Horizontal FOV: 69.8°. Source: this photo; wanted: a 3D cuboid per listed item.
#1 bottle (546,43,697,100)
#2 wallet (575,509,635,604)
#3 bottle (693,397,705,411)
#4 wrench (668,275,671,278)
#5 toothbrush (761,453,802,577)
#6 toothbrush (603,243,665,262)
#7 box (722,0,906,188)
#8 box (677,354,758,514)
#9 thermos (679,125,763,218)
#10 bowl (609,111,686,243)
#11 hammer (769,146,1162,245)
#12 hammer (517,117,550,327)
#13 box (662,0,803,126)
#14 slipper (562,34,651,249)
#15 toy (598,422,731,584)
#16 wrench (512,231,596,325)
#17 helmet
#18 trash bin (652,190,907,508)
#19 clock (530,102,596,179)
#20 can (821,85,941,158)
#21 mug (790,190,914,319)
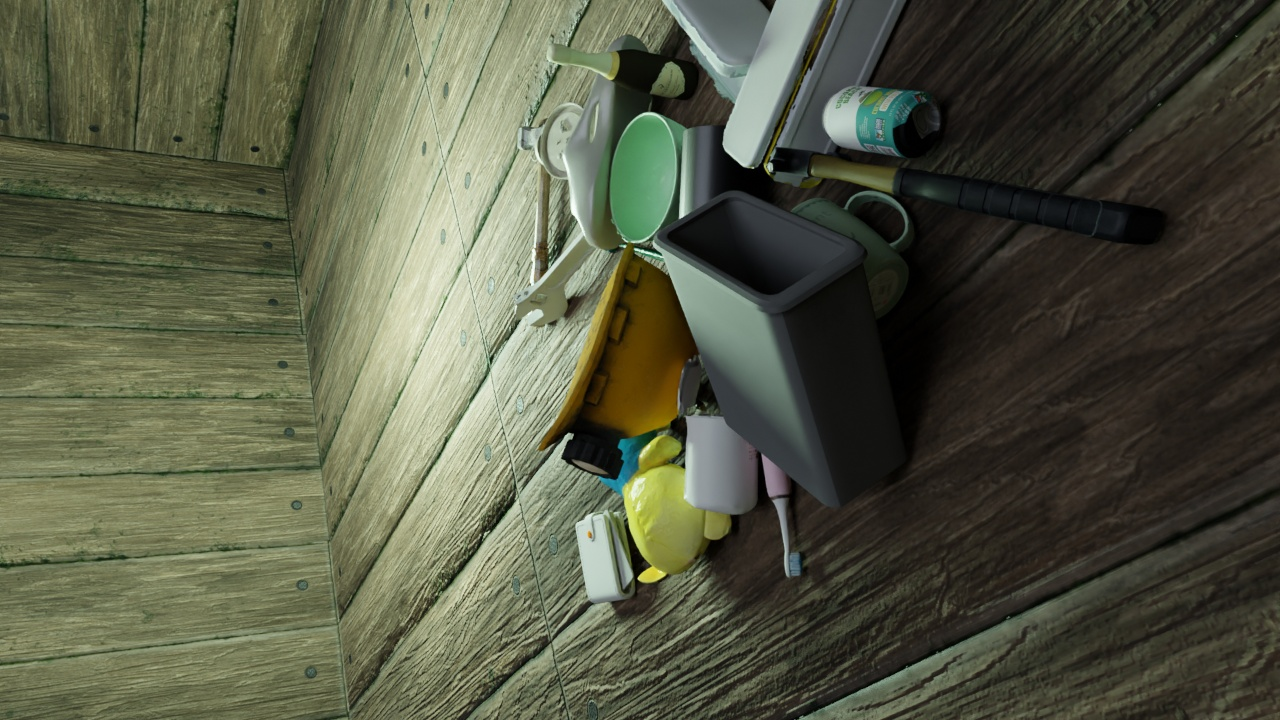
[{"bbox_3d":[-0.022,-0.338,1.059,0.045,0.184,0.045,-4,86,59],"label":"bottle"},{"bbox_3d":[-0.041,0.258,1.215,0.116,0.037,0.118,-31,66,55],"label":"wallet"},{"bbox_3d":[0.048,0.033,1.085,0.106,0.025,0.025,42,124,52],"label":"bottle"},{"bbox_3d":[0.023,-0.068,1.122,0.073,0.022,0.274,60,142,15],"label":"wrench"},{"bbox_3d":[0.138,0.107,0.931,0.027,0.027,0.222,-13,76,24],"label":"toothbrush"},{"bbox_3d":[0.000,-0.137,1.180,0.190,0.016,0.017,25,107,57],"label":"toothbrush"},{"bbox_3d":[0.154,-0.269,0.848,0.117,0.057,0.210,29,122,12],"label":"box"},{"bbox_3d":[0.080,0.076,0.969,0.092,0.083,0.166,3,90,27],"label":"box"},{"bbox_3d":[0.083,-0.140,0.972,0.086,0.086,0.198,7,95,59],"label":"thermos"},{"bbox_3d":[0.030,-0.209,1.073,0.151,0.076,0.151,-5,85,59],"label":"bowl"},{"bbox_3d":[0.230,-0.136,0.720,0.333,0.117,0.025,28,115,51],"label":"hammer"},{"bbox_3d":[-0.152,-0.210,1.414,0.122,0.048,0.319,15,103,56],"label":"hammer"},{"bbox_3d":[0.089,-0.329,0.993,0.127,0.106,0.215,92,159,-52],"label":"box"},{"bbox_3d":[-0.050,-0.275,1.162,0.081,0.112,0.266,10,96,28],"label":"slipper"},{"bbox_3d":[0.015,0.159,1.082,0.213,0.083,0.149,62,140,44],"label":"toy"},{"bbox_3d":[-0.095,-0.133,1.304,0.274,0.086,0.018,-42,53,38],"label":"wrench"},{"bbox_3d":[-0.006,0.006,1.028,0.206,0.131,0.255,127,165,-73],"label":"helmet"},{"bbox_3d":[0.122,-0.012,0.792,0.192,0.097,0.220,40,158,53],"label":"trash bin"},{"bbox_3d":[-0.100,-0.303,1.298,0.157,0.061,0.103,1,90,44],"label":"clock"},{"bbox_3d":[0.208,-0.208,0.796,0.102,0.054,0.055,32,116,55],"label":"can"},{"bbox_3d":[0.189,-0.098,0.813,0.111,0.084,0.104,-51,48,6],"label":"mug"}]
